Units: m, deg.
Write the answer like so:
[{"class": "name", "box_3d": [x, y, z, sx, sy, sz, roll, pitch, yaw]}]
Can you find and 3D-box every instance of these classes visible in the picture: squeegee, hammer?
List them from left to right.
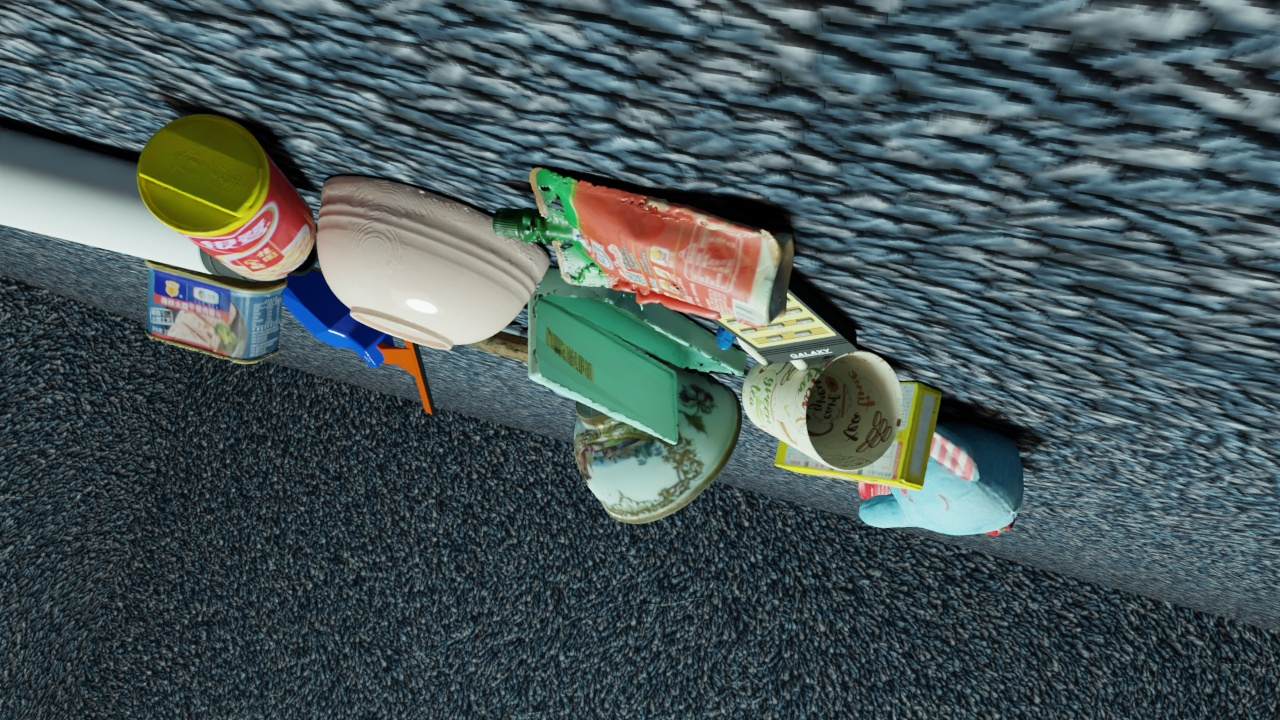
[{"class": "squeegee", "box_3d": [-0.260, -0.043, 0.777, 0.185, 0.055, 0.250, 41, 159, 10]}, {"class": "hammer", "box_3d": [-0.157, -0.027, 0.810, 0.331, 0.033, 0.120, 14, 171, 32]}]

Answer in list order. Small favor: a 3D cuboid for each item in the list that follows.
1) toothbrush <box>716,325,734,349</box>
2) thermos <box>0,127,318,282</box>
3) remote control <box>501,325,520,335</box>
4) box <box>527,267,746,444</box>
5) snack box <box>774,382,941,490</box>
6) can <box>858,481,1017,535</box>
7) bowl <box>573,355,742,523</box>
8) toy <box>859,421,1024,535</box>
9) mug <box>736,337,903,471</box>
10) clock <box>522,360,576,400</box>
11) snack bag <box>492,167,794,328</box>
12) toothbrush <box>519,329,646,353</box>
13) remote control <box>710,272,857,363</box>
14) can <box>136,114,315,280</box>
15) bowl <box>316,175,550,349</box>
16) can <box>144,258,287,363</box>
[{"class": "toothbrush", "box_3d": [0.057, -0.028, 0.581, 0.016, 0.021, 0.132, 11, 167, 6]}, {"class": "thermos", "box_3d": [-0.365, -0.110, 0.675, 0.230, 0.068, 0.101, 14, -176, 4]}, {"class": "remote control", "box_3d": [-0.174, -0.030, 0.930, 0.050, 0.022, 0.133, 14, 175, -38]}, {"class": "box", "box_3d": [-0.006, 0.007, 0.676, 0.077, 0.091, 0.188, 11, 170, 37]}, {"class": "snack box", "box_3d": [0.166, 0.056, 0.722, 0.025, 0.075, 0.152, 18, 171, -26]}, {"class": "can", "box_3d": [0.293, 0.121, 0.900, 0.143, 0.074, 0.074, 10, 169, 33]}, {"class": "bowl", "box_3d": [-0.001, 0.052, 0.814, 0.160, 0.159, 0.094, 4, 143, 52]}, {"class": "toy", "box_3d": [0.227, 0.091, 0.773, 0.181, 0.114, 0.183, 24, 168, 38]}, {"class": "mug", "box_3d": [0.108, 0.016, 0.642, 0.122, 0.081, 0.097, 43, 168, -22]}, {"class": "clock", "box_3d": [-0.059, 0.014, 0.930, 0.124, 0.051, 0.089, 14, 173, 12]}, {"class": "snack bag", "box_3d": [-0.004, -0.054, 0.453, 0.155, 0.044, 0.087, 14, 151, 19]}, {"class": "toothbrush", "box_3d": [-0.059, -0.016, 0.854, 0.019, 0.018, 0.188, 9, 178, -42]}, {"class": "remote control", "box_3d": [0.075, -0.026, 0.526, 0.058, 0.013, 0.133, -10, 158, 32]}, {"class": "can", "box_3d": [-0.240, -0.092, 0.545, 0.066, 0.066, 0.124, 16, 171, -4]}, {"class": "bowl", "box_3d": [-0.141, -0.053, 0.591, 0.153, 0.076, 0.153, 16, 171, 2]}, {"class": "can", "box_3d": [-0.320, -0.041, 0.689, 0.100, 0.059, 0.053, 15, -162, 9]}]
